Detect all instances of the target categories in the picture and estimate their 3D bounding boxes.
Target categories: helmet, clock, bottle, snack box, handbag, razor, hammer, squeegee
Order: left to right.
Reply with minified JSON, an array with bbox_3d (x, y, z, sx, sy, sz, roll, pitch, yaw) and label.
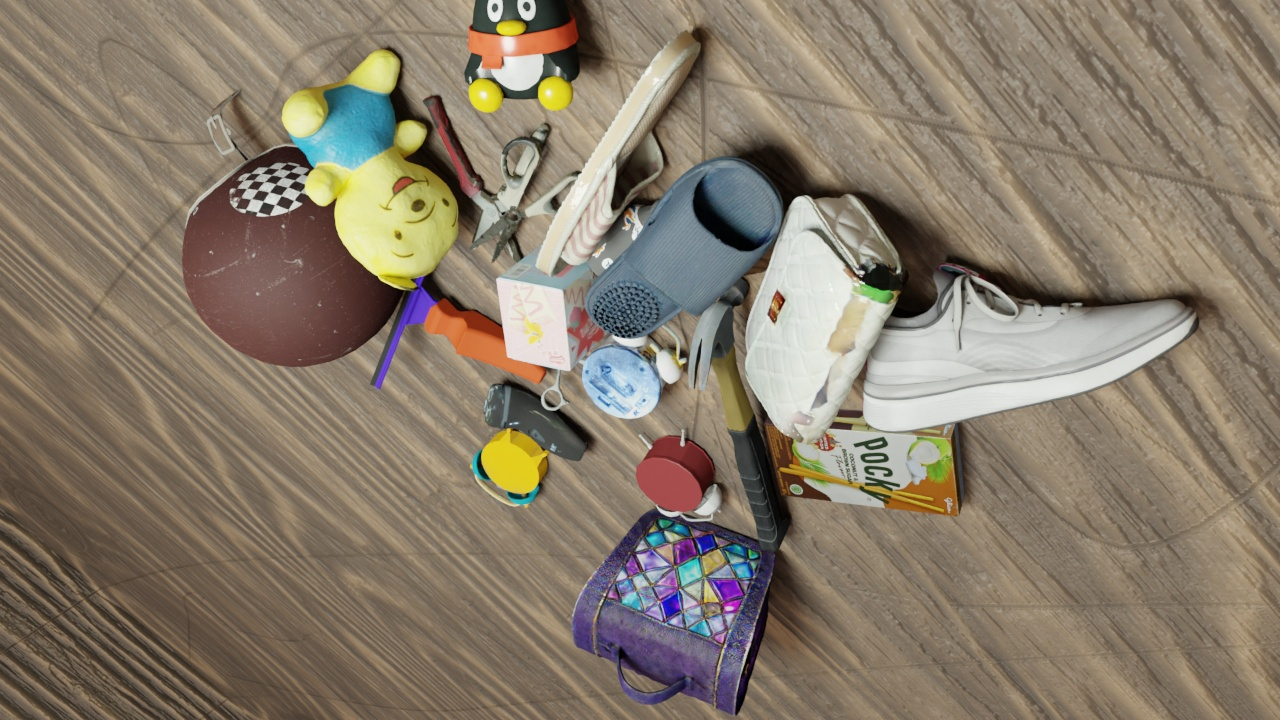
[{"bbox_3d":[-0.376,-0.124,1.006,0.234,0.252,0.234,6,139,18],"label":"helmet"},{"bbox_3d":[-0.192,-0.027,1.068,0.185,0.055,0.250,30,117,3],"label":"squeegee"},{"bbox_3d":[-0.171,0.142,1.210,0.099,0.043,0.130,35,129,1],"label":"clock"},{"bbox_3d":[-0.130,0.080,1.114,0.140,0.063,0.053,33,137,5],"label":"razor"},{"bbox_3d":[-0.087,-0.056,0.946,0.079,0.092,0.095,12,124,22],"label":"snack box"},{"bbox_3d":[-0.009,-0.119,0.886,0.047,0.046,0.113,45,136,-9],"label":"bottle"},{"bbox_3d":[-0.006,0.006,0.980,0.089,0.051,0.126,41,126,-5],"label":"clock"},{"bbox_3d":[0.043,0.305,1.084,0.205,0.221,0.126,17,133,20],"label":"handbag"},{"bbox_3d":[0.045,0.140,1.072,0.087,0.044,0.124,-10,120,37],"label":"clock"},{"bbox_3d":[0.109,0.081,0.948,0.025,0.117,0.333,7,134,30],"label":"hammer"},{"bbox_3d":[0.147,-0.037,0.788,0.072,0.138,0.195,-4,137,-18],"label":"handbag"},{"bbox_3d":[0.227,0.101,0.935,0.186,0.031,0.101,3,127,30],"label":"snack box"}]

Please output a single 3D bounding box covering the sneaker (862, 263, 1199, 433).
[{"bbox_3d":[0.300,-0.027,0.752,0.264,0.096,0.128,-15,94,29],"label":"sneaker"}]

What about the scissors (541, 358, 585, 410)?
[{"bbox_3d":[-0.079,-0.007,1.035,0.165,0.014,0.142,7,110,6],"label":"scissors"}]

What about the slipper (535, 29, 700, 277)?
[{"bbox_3d":[-0.016,-0.166,0.806,0.052,0.114,0.264,36,131,-1],"label":"slipper"}]

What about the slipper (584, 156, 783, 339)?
[{"bbox_3d":[0.028,-0.073,0.820,0.101,0.082,0.264,33,140,-15],"label":"slipper"}]

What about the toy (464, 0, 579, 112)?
[{"bbox_3d":[-0.099,-0.279,0.771,0.097,0.099,0.119,0,123,5],"label":"toy"}]

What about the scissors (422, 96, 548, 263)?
[{"bbox_3d":[-0.147,-0.187,0.935,0.180,0.015,0.199,-11,120,38],"label":"scissors"}]

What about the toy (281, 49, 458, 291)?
[{"bbox_3d":[-0.260,-0.180,0.912,0.084,0.148,0.214,-6,119,46],"label":"toy"}]

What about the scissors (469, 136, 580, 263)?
[{"bbox_3d":[-0.124,-0.160,0.924,0.164,0.012,0.154,-5,132,20],"label":"scissors"}]

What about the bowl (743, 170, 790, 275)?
[{"bbox_3d":[0.079,-0.122,0.838,0.119,0.032,0.119,17,133,19],"label":"bowl"}]
